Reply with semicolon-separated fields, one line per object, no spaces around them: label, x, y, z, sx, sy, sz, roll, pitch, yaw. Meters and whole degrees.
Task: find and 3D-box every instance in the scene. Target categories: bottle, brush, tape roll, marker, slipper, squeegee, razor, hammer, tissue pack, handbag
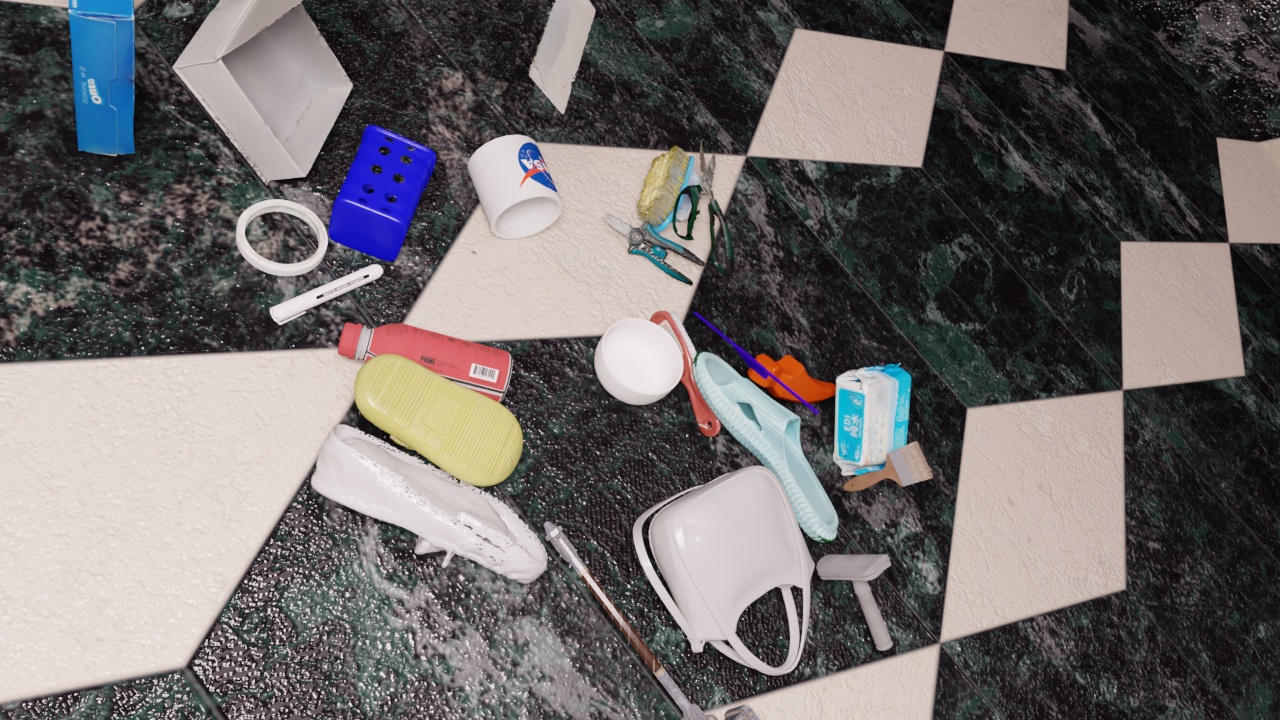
bottle;-0.228;-0.001;0.973;0.176;0.062;0.062;16;56;-19
brush;0.043;-0.221;1.253;0.075;0.056;0.135;41;48;-29
tape roll;-0.389;-0.134;0.998;0.093;0.013;0.092;13;58;-21
marker;-0.335;-0.073;0.989;0.133;0.017;0.020;-32;117;-37
slipper;-0.212;0.066;0.931;0.190;0.082;0.091;35;54;-27
squeegee;0.189;0.024;1.169;0.184;0.055;0.249;14;20;-40
brush;0.061;0.014;1.135;0.030;0.041;0.172;-9;68;-48
razor;0.265;0.282;1.068;0.047;0.088;0.116;-25;95;-36
slipper;-0.202;0.150;0.892;0.246;0.075;0.112;29;22;-12
brush;0.293;0.137;1.113;0.008;0.143;0.045;-16;79;-33
hammer;0.002;0.294;0.931;0.098;0.044;0.322;-33;81;-37
tissue pack;0.294;0.076;1.175;0.092;0.062;0.144;-7;102;-35
slipper;0.164;0.092;1.100;0.276;0.070;0.115;55;19;6
handbag;0.104;0.246;1.011;0.215;0.096;0.222;-22;87;-34

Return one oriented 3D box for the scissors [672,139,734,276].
scissors;0.101;-0.206;1.267;0.154;0.015;0.208;46;44;-30

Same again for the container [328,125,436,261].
container;-0.292;-0.186;1.034;0.084;0.085;0.113;20;56;-15

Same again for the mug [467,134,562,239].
mug;-0.146;-0.208;1.130;0.121;0.091;0.090;16;47;-63

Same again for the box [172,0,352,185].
box;-0.343;-0.391;0.862;0.148;0.508;0.166;19;56;-12

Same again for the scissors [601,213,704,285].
scissors;0.015;-0.144;1.205;0.129;0.019;0.139;-15;101;-6

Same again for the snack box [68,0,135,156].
snack box;-0.548;-0.364;0.933;0.056;0.196;0.238;-2;63;-30

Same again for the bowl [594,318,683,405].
bowl;-0.006;0.006;1.091;0.104;0.054;0.104;12;56;-19
